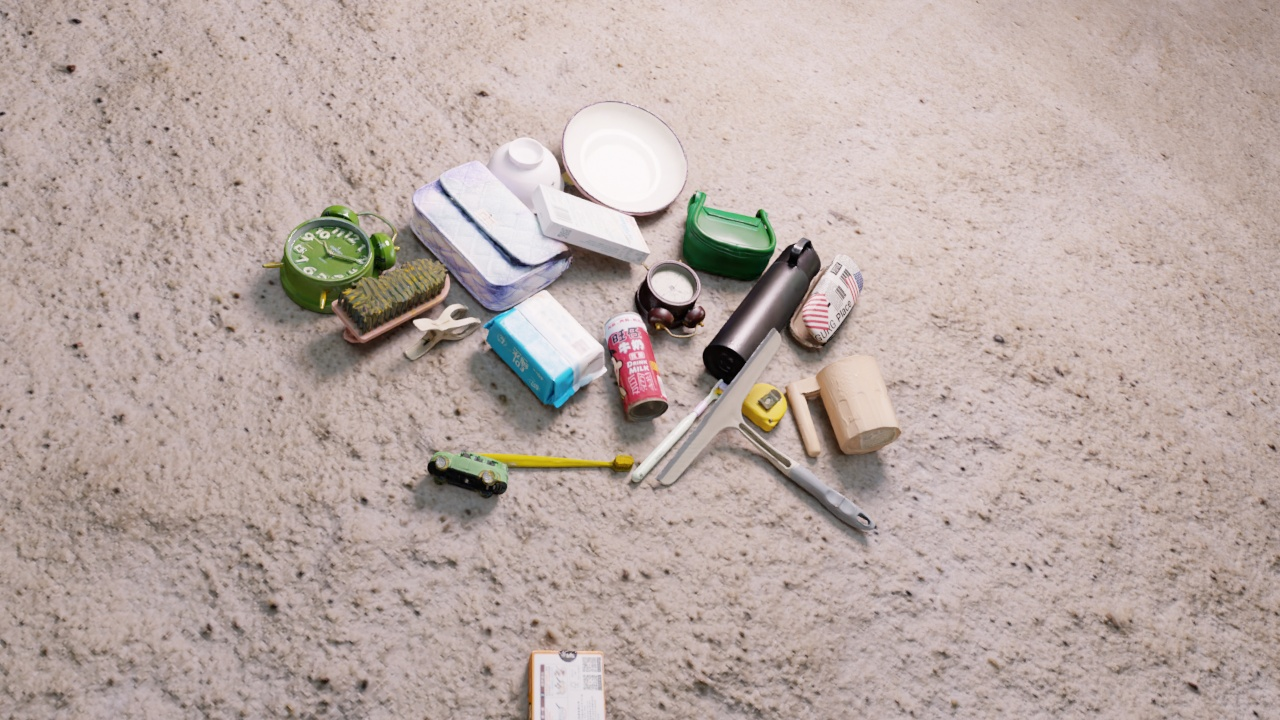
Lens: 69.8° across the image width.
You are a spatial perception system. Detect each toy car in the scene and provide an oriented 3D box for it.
[{"bbox_3d":[-0.191,0.124,1.019,0.091,0.043,0.036,15,57,-8],"label":"toy car"}]

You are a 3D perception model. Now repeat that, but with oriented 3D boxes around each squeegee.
[{"bbox_3d":[0.185,0.129,1.130,0.246,0.039,0.246,38,73,3],"label":"squeegee"}]

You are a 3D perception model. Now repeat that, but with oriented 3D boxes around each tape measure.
[{"bbox_3d":[0.159,0.056,1.177,0.060,0.029,0.057,41,55,12],"label":"tape measure"}]

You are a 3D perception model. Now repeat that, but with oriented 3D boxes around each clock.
[{"bbox_3d":[-0.370,-0.130,1.128,0.116,0.056,0.160,35,54,7],"label":"clock"},{"bbox_3d":[0.041,-0.078,1.216,0.082,0.055,0.121,-5,60,-20],"label":"clock"}]

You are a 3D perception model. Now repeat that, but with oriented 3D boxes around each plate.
[{"bbox_3d":[-0.026,-0.288,1.335,0.192,0.039,0.192,8,65,-17],"label":"plate"}]

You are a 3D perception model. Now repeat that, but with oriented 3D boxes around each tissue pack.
[{"bbox_3d":[-0.117,-0.014,1.121,0.140,0.063,0.089,45,55,13],"label":"tissue pack"}]

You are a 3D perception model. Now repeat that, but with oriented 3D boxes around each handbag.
[{"bbox_3d":[-0.197,-0.165,1.191,0.194,0.076,0.133,45,54,13],"label":"handbag"},{"bbox_3d":[0.125,-0.181,1.303,0.131,0.068,0.120,10,54,-10],"label":"handbag"}]

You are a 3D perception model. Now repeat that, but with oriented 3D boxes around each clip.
[{"bbox_3d":[-0.240,-0.041,1.115,0.096,0.060,0.034,-28,68,-42],"label":"clip"}]

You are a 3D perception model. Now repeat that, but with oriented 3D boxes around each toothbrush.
[{"bbox_3d":[-0.100,0.116,1.067,0.190,0.017,0.015,4,55,-14],"label":"toothbrush"},{"bbox_3d":[0.050,0.087,1.130,0.020,0.029,0.189,9,41,44],"label":"toothbrush"}]

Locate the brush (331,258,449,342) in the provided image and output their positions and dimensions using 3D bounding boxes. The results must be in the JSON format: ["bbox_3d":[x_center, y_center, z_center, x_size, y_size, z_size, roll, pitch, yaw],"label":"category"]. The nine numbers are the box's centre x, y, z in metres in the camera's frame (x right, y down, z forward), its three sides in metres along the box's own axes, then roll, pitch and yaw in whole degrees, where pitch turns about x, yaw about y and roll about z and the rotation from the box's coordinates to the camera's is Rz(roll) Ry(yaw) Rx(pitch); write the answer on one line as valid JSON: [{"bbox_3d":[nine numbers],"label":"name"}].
[{"bbox_3d":[-0.293,-0.073,1.104,0.063,0.073,0.145,46,52,15],"label":"brush"}]

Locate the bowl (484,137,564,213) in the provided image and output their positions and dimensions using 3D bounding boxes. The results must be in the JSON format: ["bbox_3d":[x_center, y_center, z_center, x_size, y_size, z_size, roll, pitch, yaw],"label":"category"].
[{"bbox_3d":[-0.161,-0.269,1.275,0.118,0.065,0.118,5,57,-8],"label":"bowl"}]

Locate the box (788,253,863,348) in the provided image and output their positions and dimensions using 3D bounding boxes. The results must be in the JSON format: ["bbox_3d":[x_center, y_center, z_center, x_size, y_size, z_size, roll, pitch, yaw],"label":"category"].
[{"bbox_3d":[0.270,-0.087,1.278,0.075,0.077,0.163,37,52,3],"label":"box"}]

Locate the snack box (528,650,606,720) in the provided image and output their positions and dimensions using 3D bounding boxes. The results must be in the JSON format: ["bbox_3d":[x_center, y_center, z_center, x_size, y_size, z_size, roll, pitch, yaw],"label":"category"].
[{"bbox_3d":[-0.072,0.364,0.901,0.075,0.026,0.153,5,56,-14],"label":"snack box"}]

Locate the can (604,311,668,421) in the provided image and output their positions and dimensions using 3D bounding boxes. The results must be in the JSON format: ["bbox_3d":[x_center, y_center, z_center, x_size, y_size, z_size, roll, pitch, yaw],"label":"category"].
[{"bbox_3d":[-0.007,0.007,1.145,0.053,0.053,0.132,-5,59,-20],"label":"can"}]

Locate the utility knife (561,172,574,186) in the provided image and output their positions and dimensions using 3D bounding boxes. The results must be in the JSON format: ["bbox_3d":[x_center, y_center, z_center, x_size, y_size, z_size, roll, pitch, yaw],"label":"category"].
[{"bbox_3d":[-0.066,-0.290,1.351,0.177,0.019,0.031,-32,66,-33],"label":"utility knife"}]

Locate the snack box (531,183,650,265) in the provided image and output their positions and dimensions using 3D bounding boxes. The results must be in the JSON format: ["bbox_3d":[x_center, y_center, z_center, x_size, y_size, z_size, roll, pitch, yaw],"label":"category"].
[{"bbox_3d":[-0.066,-0.181,1.228,0.156,0.027,0.084,15,37,-34],"label":"snack box"}]

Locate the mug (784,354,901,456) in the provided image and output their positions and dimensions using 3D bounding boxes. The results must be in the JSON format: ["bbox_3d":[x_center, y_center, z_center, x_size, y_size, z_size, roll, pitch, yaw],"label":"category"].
[{"bbox_3d":[0.260,0.063,1.179,0.125,0.084,0.103,-15,61,3],"label":"mug"}]

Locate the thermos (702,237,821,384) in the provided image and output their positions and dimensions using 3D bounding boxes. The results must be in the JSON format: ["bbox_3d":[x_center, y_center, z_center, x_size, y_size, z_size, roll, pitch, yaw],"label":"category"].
[{"bbox_3d":[0.169,-0.077,1.233,0.068,0.090,0.241,23,52,20],"label":"thermos"}]
